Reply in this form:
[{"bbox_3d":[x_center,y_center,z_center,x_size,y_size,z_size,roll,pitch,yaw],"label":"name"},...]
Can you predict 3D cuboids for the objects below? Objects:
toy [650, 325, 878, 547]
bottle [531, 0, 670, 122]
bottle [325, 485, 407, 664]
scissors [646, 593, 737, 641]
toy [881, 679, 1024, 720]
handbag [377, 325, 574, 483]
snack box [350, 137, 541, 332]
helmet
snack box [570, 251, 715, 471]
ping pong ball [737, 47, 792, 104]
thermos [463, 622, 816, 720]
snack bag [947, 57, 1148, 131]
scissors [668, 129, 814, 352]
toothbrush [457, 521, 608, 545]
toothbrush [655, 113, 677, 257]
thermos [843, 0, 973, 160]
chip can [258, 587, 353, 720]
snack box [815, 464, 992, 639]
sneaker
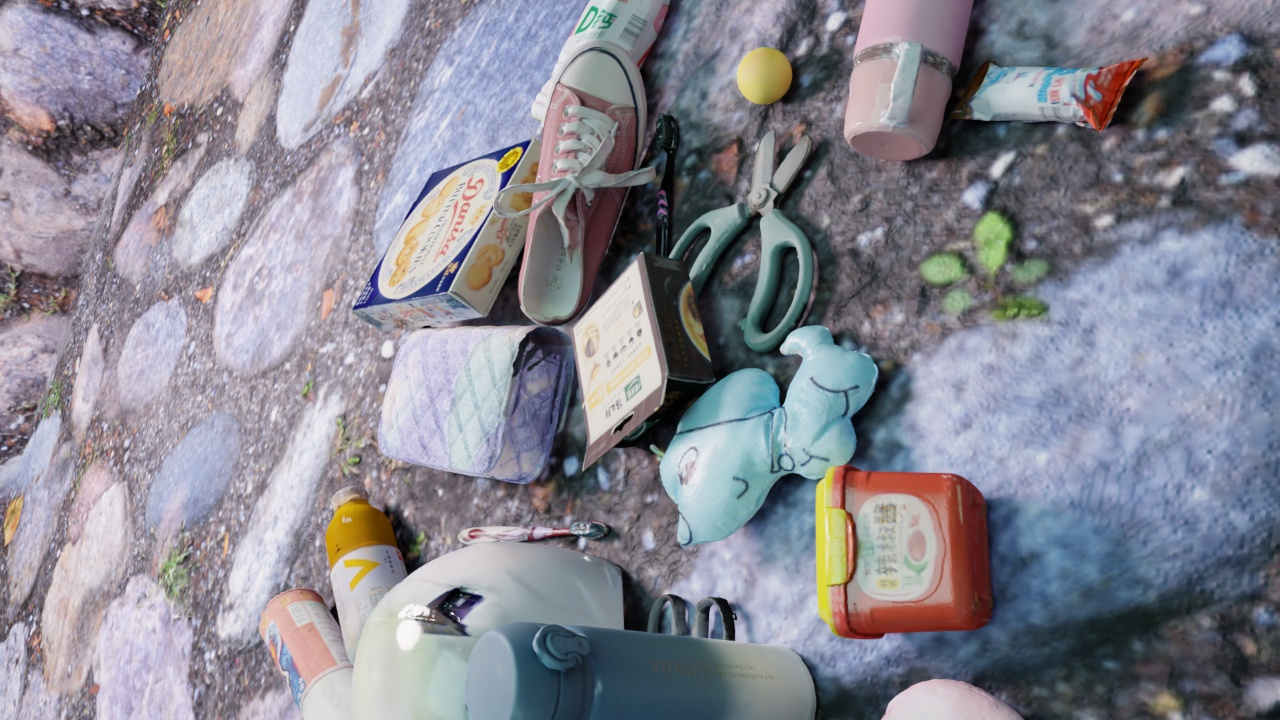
[{"bbox_3d":[0.073,0.050,0.599,0.156,0.049,0.161,4,70,47],"label":"toy"},{"bbox_3d":[-0.022,-0.286,0.804,0.068,0.068,0.197,37,100,46],"label":"bottle"},{"bbox_3d":[-0.258,0.201,0.868,0.068,0.068,0.189,-50,46,21],"label":"bottle"},{"bbox_3d":[0.026,0.240,0.608,0.150,0.014,0.171,43,112,45],"label":"scissors"},{"bbox_3d":[0.166,0.235,0.437,0.159,0.054,0.121,44,109,39],"label":"toy"},{"bbox_3d":[-0.148,0.034,0.811,0.194,0.075,0.134,3,79,45],"label":"handbag"},{"bbox_3d":[-0.177,-0.117,0.878,0.183,0.046,0.177,-5,54,45],"label":"snack box"},{"bbox_3d":[-0.131,0.241,0.668,0.259,0.145,0.228,-14,66,43],"label":"helmet"},{"bbox_3d":[-0.004,0.004,0.673,0.114,0.053,0.125,-43,50,46],"label":"snack box"},{"bbox_3d":[0.091,-0.210,0.677,0.040,0.040,0.040,-18,64,41],"label":"ping pong ball"},{"bbox_3d":[0.007,0.179,0.495,0.070,0.220,0.070,-21,60,41],"label":"thermos"},{"bbox_3d":[0.230,-0.154,0.527,0.104,0.026,0.048,25,82,47],"label":"snack bag"},{"bbox_3d":[0.085,-0.078,0.654,0.175,0.019,0.176,-52,45,18],"label":"scissors"},{"bbox_3d":[-0.097,0.143,0.761,0.188,0.017,0.016,-12,67,42],"label":"toothbrush"},{"bbox_3d":[0.016,-0.114,0.738,0.014,0.017,0.189,-10,71,41],"label":"toothbrush"},{"bbox_3d":[0.174,-0.229,0.569,0.067,0.087,0.198,14,83,11],"label":"thermos"},{"bbox_3d":[-0.299,0.301,0.874,0.215,0.071,0.071,31,98,47],"label":"chip can"},{"bbox_3d":[0.143,0.103,0.492,0.080,0.082,0.091,-8,71,30],"label":"snack box"},{"bbox_3d":[-0.050,-0.144,0.743,0.088,0.118,0.241,-129,53,-85],"label":"sneaker"}]
